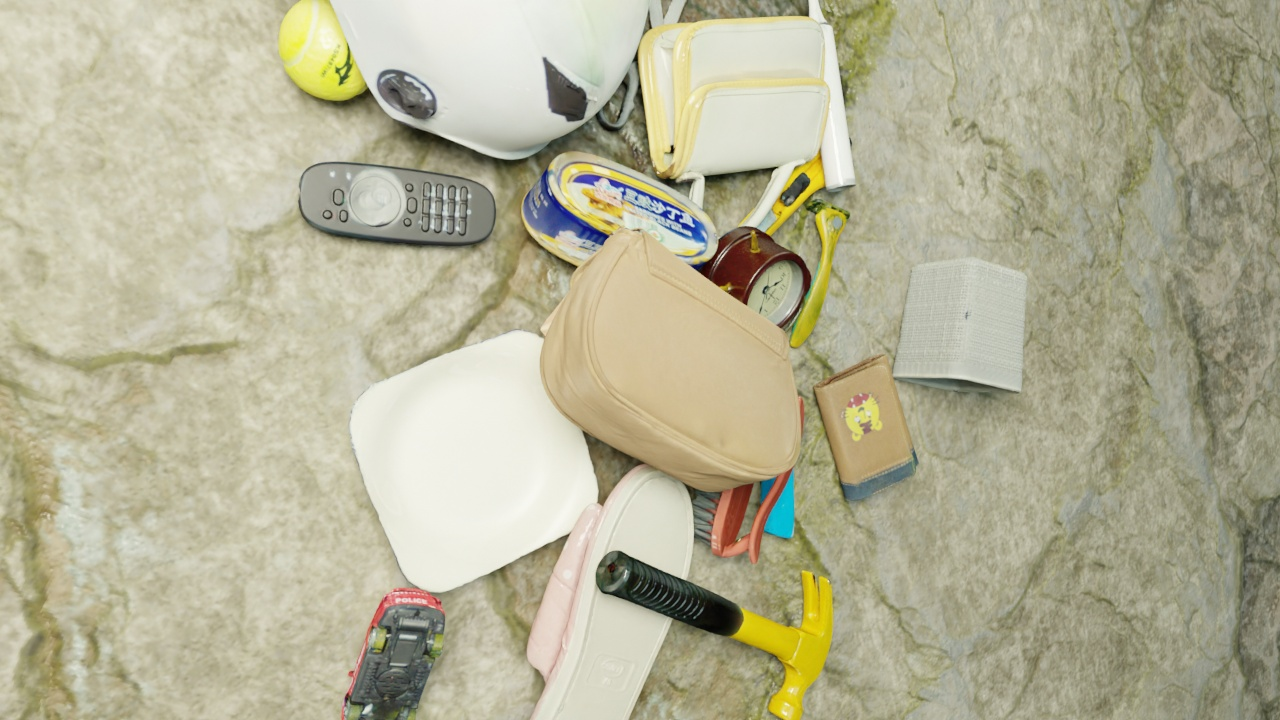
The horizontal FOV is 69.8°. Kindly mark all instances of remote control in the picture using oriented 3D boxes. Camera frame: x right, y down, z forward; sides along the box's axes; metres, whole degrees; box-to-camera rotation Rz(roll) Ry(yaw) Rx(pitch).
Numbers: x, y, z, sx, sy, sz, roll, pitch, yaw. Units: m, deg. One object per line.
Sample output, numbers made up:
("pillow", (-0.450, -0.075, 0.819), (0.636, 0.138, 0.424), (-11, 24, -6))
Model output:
("remote control", (-0.169, -0.109, 0.645), (0.136, 0.024, 0.053), (3, 93, -27))

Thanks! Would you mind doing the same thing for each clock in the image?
("clock", (0.100, -0.059, 0.761), (0.082, 0.055, 0.122), (-55, 138, 1))

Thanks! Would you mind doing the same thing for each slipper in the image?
("slipper", (-0.034, 0.209, 0.707), (0.114, 0.054, 0.274), (22, 85, -43))

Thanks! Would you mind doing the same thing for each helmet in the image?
("helmet", (-0.077, -0.260, 0.583), (0.259, 0.146, 0.228), (54, 51, -33))

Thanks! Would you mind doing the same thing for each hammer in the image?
("hammer", (0.071, 0.209, 0.744), (0.300, 0.033, 0.128), (33, 75, -42))

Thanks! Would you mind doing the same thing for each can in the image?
("can", (-0.014, -0.103, 0.696), (0.148, 0.049, 0.074), (20, 54, -24))

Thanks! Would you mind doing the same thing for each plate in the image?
("plate", (-0.121, 0.072, 0.675), (0.164, 0.034, 0.163), (-22, 103, -25))

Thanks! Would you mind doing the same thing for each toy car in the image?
("toy car", (-0.173, 0.213, 0.643), (0.053, 0.045, 0.121), (15, 109, -23))

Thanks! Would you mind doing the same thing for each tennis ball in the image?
("tennis ball", (-0.202, -0.204, 0.599), (0.065, 0.065, 0.065), (-2, 94, -28))

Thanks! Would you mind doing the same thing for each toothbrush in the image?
("toothbrush", (0.158, -0.258, 0.796), (0.026, 0.026, 0.221), (-10, 91, -63))

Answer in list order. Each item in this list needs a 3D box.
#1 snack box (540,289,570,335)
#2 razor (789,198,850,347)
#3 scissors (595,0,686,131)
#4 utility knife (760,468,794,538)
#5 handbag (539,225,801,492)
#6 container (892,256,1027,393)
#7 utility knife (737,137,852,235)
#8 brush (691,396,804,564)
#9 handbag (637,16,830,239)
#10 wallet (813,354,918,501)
("snack box", (-0.004, 0.004, 0.720), (0.157, 0.026, 0.084), (52, 47, -21))
("razor", (0.156, -0.075, 0.818), (0.043, 0.028, 0.132), (17, 87, -31))
("scissors", (0.017, -0.250, 0.740), (0.178, 0.014, 0.159), (-46, 113, -19))
("utility knife", (0.122, 0.078, 0.813), (0.034, 0.018, 0.162), (0, 91, -31))
("handbag", (0.024, 0.007, 0.658), (0.204, 0.100, 0.147), (32, 56, -31))
("container", (0.302, -0.032, 0.863), (0.090, 0.090, 0.114), (11, 84, -28))
("utility knife", (0.125, -0.136, 0.799), (0.033, 0.015, 0.192), (45, 72, -4))
("brush", (0.088, 0.093, 0.759), (0.063, 0.069, 0.145), (27, 79, -65))
("handbag", (0.085, -0.185, 0.746), (0.163, 0.063, 0.179), (-14, 106, -33))
("wallet", (0.211, 0.062, 0.852), (0.090, 0.033, 0.115), (-22, 99, -24))
